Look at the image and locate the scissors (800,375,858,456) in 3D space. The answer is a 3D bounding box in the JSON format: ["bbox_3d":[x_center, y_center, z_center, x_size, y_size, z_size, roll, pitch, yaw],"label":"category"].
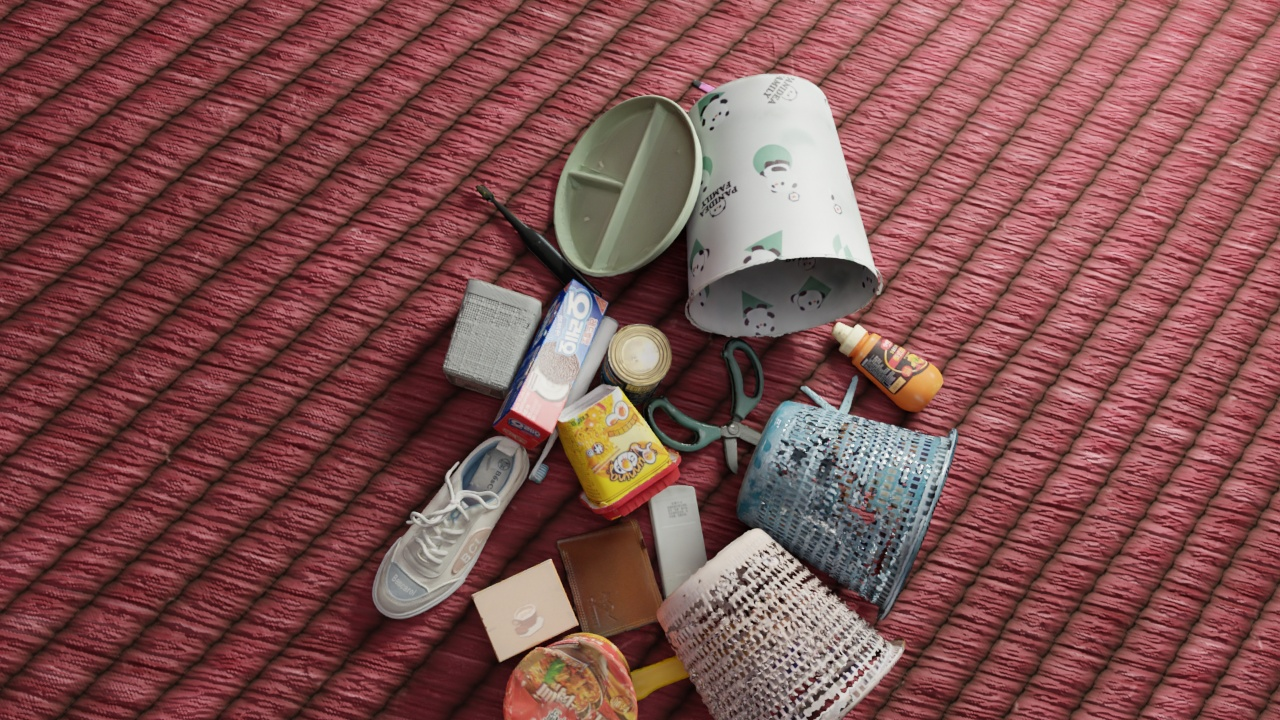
[{"bbox_3d":[0.251,0.080,1.151,0.133,0.017,0.136,39,76,8],"label":"scissors"}]

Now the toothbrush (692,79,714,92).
[{"bbox_3d":[0.156,-0.340,1.246,0.189,0.018,0.014,26,76,1],"label":"toothbrush"}]

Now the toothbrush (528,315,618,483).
[{"bbox_3d":[-0.083,0.046,1.111,0.026,0.027,0.220,26,74,-4],"label":"toothbrush"}]

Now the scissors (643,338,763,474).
[{"bbox_3d":[0.087,0.047,1.125,0.174,0.019,0.169,15,73,-16],"label":"scissors"}]

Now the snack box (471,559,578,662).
[{"bbox_3d":[-0.127,0.275,1.011,0.092,0.094,0.077,-22,80,-13],"label":"snack box"}]

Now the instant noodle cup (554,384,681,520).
[{"bbox_3d":[-0.034,0.099,1.045,0.116,0.116,0.123,-32,100,-14],"label":"instant noodle cup"}]

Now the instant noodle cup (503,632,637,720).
[{"bbox_3d":[-0.067,0.358,0.979,0.138,0.108,0.138,0,85,5],"label":"instant noodle cup"}]

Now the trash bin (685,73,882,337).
[{"bbox_3d":[0.153,-0.185,1.107,0.229,0.230,0.251,-3,70,-8],"label":"trash bin"}]

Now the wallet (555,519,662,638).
[{"bbox_3d":[-0.035,0.255,1.062,0.101,0.032,0.124,-16,77,-8],"label":"wallet"}]

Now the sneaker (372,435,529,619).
[{"bbox_3d":[-0.209,0.185,1.027,0.089,0.091,0.241,36,75,4],"label":"sneaker"}]

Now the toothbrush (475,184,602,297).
[{"bbox_3d":[-0.131,-0.148,1.154,0.212,0.027,0.026,45,105,5],"label":"toothbrush"}]

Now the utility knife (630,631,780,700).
[{"bbox_3d":[0.060,0.350,1.056,0.230,0.015,0.033,-16,84,-9],"label":"utility knife"}]

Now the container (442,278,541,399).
[{"bbox_3d":[-0.177,-0.022,1.086,0.090,0.090,0.114,18,77,-2],"label":"container"}]

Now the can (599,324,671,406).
[{"bbox_3d":[-0.006,0.006,1.087,0.075,0.111,0.075,2,75,-7],"label":"can"}]

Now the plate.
[{"bbox_3d":[-0.017,-0.209,1.112,0.027,0.231,0.230,18,68,-48],"label":"plate"}]

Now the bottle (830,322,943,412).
[{"bbox_3d":[0.305,0.001,1.157,0.149,0.067,0.066,37,74,10],"label":"bottle"}]

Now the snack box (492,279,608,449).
[{"bbox_3d":[-0.102,0.000,1.067,0.058,0.057,0.206,32,52,-15],"label":"snack box"}]

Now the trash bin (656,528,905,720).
[{"bbox_3d":[0.130,0.296,0.973,0.227,0.228,0.192,-36,74,-14],"label":"trash bin"}]

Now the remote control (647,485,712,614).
[{"bbox_3d":[0.047,0.224,1.084,0.058,0.021,0.150,-7,77,-10],"label":"remote control"}]

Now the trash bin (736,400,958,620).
[{"bbox_3d":[0.223,0.148,1.039,0.195,0.227,0.226,22,73,16],"label":"trash bin"}]
